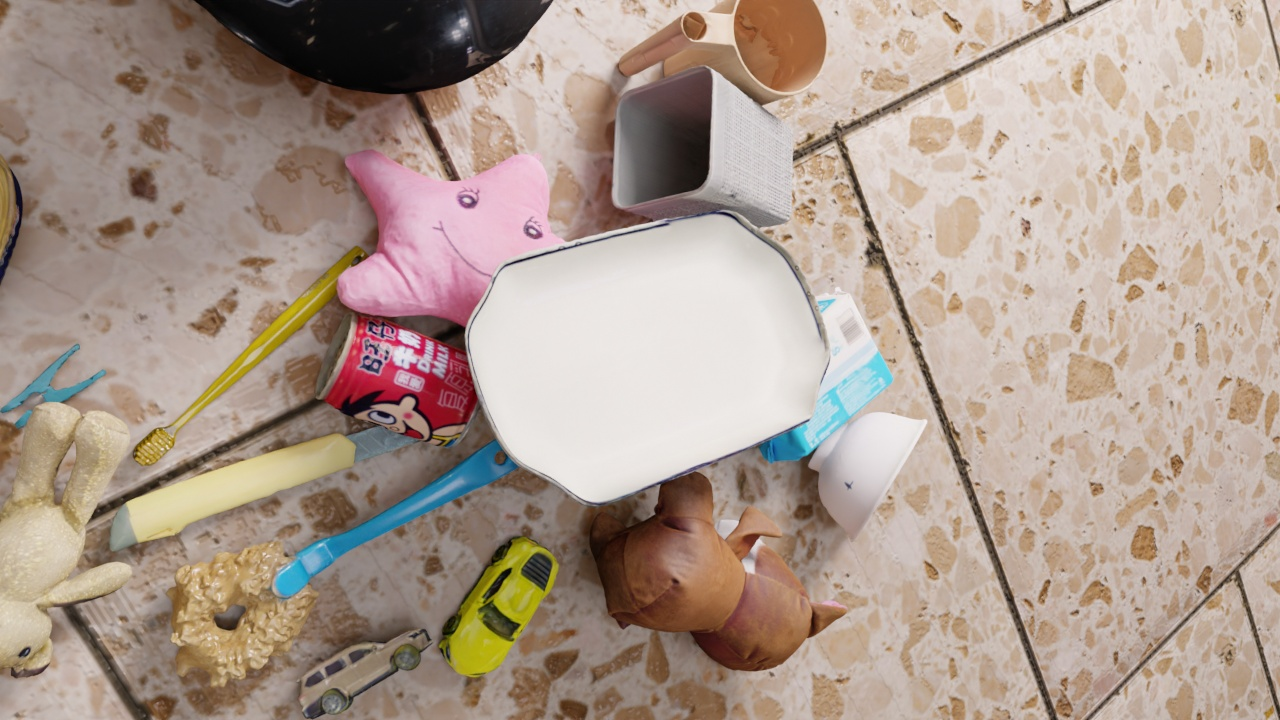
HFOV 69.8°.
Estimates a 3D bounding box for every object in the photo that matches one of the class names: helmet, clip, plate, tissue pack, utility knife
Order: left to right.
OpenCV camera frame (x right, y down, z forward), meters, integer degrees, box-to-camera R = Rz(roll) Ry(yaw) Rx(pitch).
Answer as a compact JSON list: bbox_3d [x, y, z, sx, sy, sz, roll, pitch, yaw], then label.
[{"bbox_3d":[-0.342,0.017,0.534,0.056,0.014,0.040,-45,109,-18],"label":"clip"},{"bbox_3d":[-0.230,0.073,0.590,0.206,0.021,0.031,-17,103,-23],"label":"utility knife"},{"bbox_3d":[-0.145,-0.258,0.495,0.273,0.234,0.230,-76,145,-51],"label":"helmet"},{"bbox_3d":[0.011,-0.006,0.596,0.265,0.034,0.162,-19,84,-32],"label":"plate"},{"bbox_3d":[0.137,0.012,0.750,0.139,0.063,0.090,-37,105,-23],"label":"tissue pack"}]

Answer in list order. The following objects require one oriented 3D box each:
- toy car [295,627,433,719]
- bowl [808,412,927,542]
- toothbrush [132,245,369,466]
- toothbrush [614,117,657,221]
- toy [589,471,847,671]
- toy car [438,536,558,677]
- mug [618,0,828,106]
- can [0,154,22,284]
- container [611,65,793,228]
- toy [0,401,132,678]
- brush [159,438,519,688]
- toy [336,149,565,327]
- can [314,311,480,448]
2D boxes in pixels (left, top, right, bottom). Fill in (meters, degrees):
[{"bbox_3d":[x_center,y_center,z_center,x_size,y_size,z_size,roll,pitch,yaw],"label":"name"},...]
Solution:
[{"bbox_3d":[-0.180,0.203,0.604,0.090,0.042,0.035,-26,80,-18],"label":"toy car"},{"bbox_3d":[0.180,0.084,0.765,0.065,0.118,0.118,32,74,14],"label":"bowl"},{"bbox_3d":[-0.243,-0.005,0.582,0.189,0.017,0.015,-48,111,-18],"label":"toothbrush"},{"bbox_3d":[0.018,-0.101,0.712,0.189,0.029,0.021,68,25,-10],"label":"toothbrush"},{"bbox_3d":[0.055,0.167,0.689,0.199,0.140,0.130,38,39,-25],"label":"toy"},{"bbox_3d":[-0.098,0.177,0.653,0.048,0.032,0.105,41,75,-22],"label":"toy car"},{"bbox_3d":[0.058,-0.228,0.681,0.124,0.104,0.084,-6,94,-27],"label":"mug"},{"bbox_3d":[-0.386,-0.052,0.489,0.074,0.049,0.148,21,82,-26],"label":"can"},{"bbox_3d":[0.051,-0.144,0.673,0.114,0.090,0.090,12,78,-47],"label":"container"},{"bbox_3d":[-0.336,0.099,0.509,0.105,0.066,0.157,23,88,-20],"label":"toy"},{"bbox_3d":[-0.184,0.117,0.594,0.254,0.046,0.083,-30,101,-17],"label":"brush"},{"bbox_3d":[-0.111,-0.081,0.615,0.194,0.075,0.178,29,57,-15],"label":"toy"},{"bbox_3d":[-0.156,0.013,0.599,0.093,0.067,0.066,24,80,-25],"label":"can"}]
